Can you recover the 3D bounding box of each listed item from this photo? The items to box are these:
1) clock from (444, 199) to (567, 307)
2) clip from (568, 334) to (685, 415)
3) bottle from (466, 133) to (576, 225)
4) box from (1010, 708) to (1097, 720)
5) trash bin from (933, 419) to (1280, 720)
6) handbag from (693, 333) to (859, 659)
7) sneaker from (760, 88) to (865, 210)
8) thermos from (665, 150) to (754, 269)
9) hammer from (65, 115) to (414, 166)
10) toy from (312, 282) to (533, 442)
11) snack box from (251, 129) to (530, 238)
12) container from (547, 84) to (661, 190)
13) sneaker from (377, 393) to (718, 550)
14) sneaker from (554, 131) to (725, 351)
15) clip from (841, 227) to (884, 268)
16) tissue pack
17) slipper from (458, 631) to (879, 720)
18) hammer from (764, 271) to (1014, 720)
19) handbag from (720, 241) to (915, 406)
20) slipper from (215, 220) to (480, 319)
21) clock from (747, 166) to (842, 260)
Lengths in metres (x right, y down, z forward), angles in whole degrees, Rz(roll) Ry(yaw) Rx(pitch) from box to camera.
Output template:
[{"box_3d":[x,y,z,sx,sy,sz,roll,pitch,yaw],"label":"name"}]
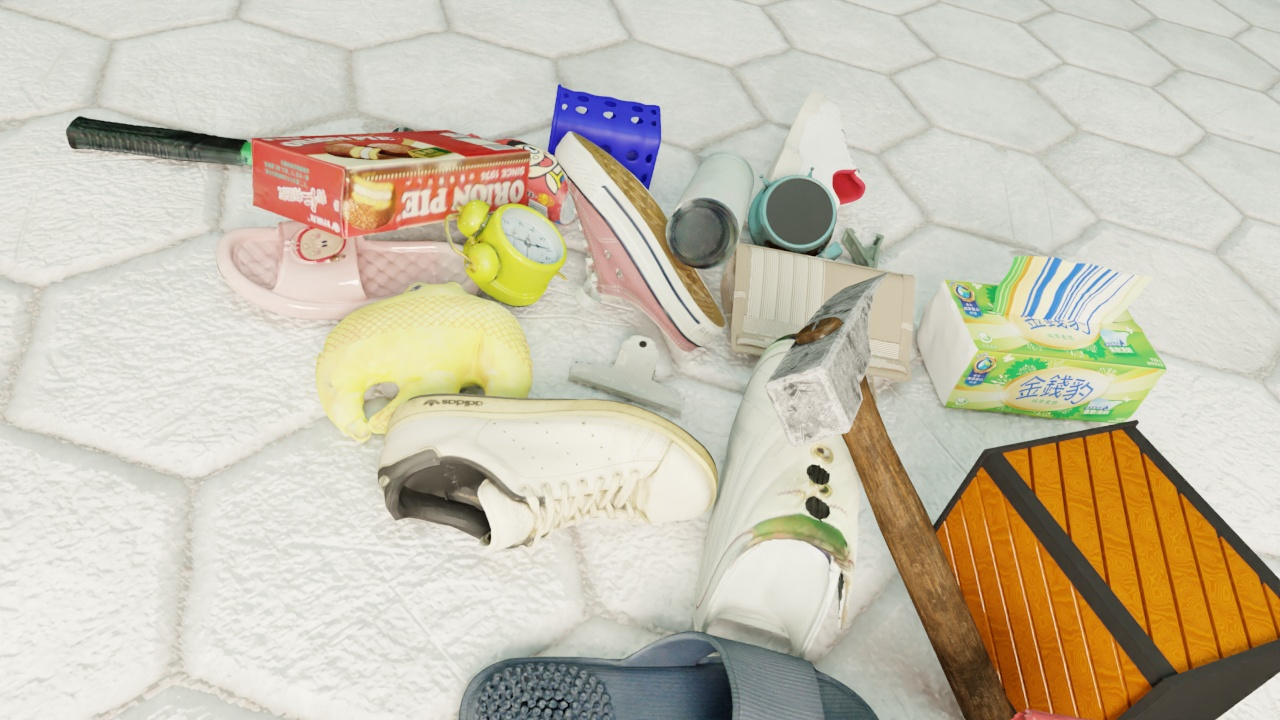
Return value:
[{"box_3d":[-0.120,-0.096,0.805,0.119,0.057,0.083,11,51,-38],"label":"clock"},{"box_3d":[-0.005,0.006,0.779,0.102,0.044,0.054,18,55,3],"label":"clip"},{"box_3d":[-0.123,-0.192,0.938,0.137,0.062,0.061,27,44,13],"label":"bottle"},{"box_3d":[0.184,0.269,0.462,0.127,0.158,0.137,-1,46,-22],"label":"box"},{"box_3d":[0.307,0.159,0.620,0.139,0.140,0.171,-7,47,-22],"label":"trash bin"},{"box_3d":[0.107,0.090,0.641,0.096,0.142,0.198,17,44,1],"label":"handbag"},{"box_3d":[0.207,-0.220,1.043,0.104,0.091,0.235,26,42,0],"label":"sneaker"},{"box_3d":[0.073,-0.153,0.899,0.068,0.068,0.229,17,24,3],"label":"thermos"},{"box_3d":[-0.388,-0.204,0.903,0.318,0.032,0.130,5,44,-9],"label":"hammer"},{"box_3d":[-0.170,-0.004,0.727,0.170,0.065,0.154,1,57,-6],"label":"toy"},{"box_3d":[-0.214,-0.165,0.821,0.113,0.060,0.235,20,23,26],"label":"snack box"},{"box_3d":[-0.041,-0.235,0.988,0.113,0.085,0.084,9,43,-8],"label":"container"},{"box_3d":[-0.065,0.086,0.634,0.241,0.089,0.102,7,34,-1],"label":"sneaker"},{"box_3d":[-0.018,-0.100,0.849,0.241,0.088,0.118,58,23,15],"label":"sneaker"},{"box_3d":[0.242,-0.112,0.981,0.061,0.023,0.075,10,40,-3],"label":"clip"},{"box_3d":[0.375,-0.032,0.841,0.197,0.142,0.120,1,44,-14],"label":"tissue pack"},{"box_3d":[0.027,0.204,0.543,0.263,0.083,0.101,6,41,-8],"label":"slipper"},{"box_3d":[0.183,0.097,0.607,0.300,0.037,0.217,64,30,-11],"label":"hammer"},{"box_3d":[0.164,-0.010,0.831,0.175,0.062,0.197,10,48,-5],"label":"handbag"},{"box_3d":[-0.247,-0.082,0.792,0.221,0.056,0.106,2,45,-17],"label":"slipper"},{"box_3d":[0.156,-0.129,0.923,0.090,0.053,0.124,-9,87,-2],"label":"clock"}]
